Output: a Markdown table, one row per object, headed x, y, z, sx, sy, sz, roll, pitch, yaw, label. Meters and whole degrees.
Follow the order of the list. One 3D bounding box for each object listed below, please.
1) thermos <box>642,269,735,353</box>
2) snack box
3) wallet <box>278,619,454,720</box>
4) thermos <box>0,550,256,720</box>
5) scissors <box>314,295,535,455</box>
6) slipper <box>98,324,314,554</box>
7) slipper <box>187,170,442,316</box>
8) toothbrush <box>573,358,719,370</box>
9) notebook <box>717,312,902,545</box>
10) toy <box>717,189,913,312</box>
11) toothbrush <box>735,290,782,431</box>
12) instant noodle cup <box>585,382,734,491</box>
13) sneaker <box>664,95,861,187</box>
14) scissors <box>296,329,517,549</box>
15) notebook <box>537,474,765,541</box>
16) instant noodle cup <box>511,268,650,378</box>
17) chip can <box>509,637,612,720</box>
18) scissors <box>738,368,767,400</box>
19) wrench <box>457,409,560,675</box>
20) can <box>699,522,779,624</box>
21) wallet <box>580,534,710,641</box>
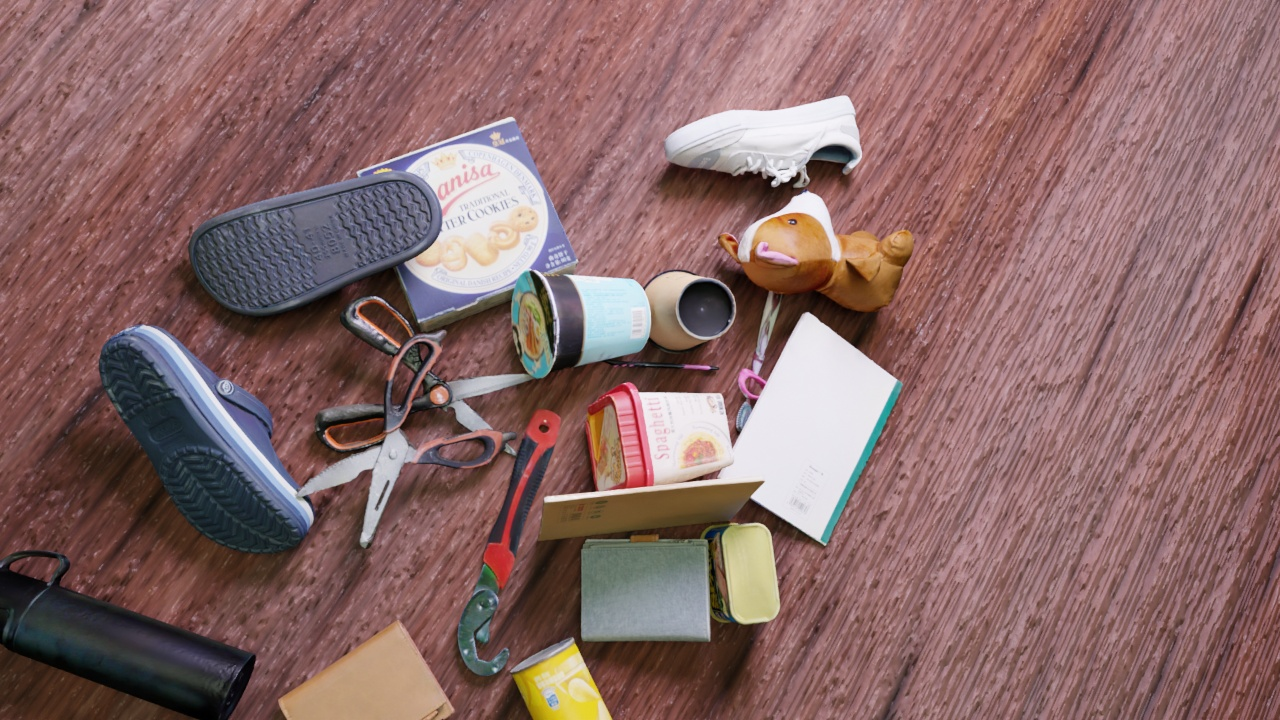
| x | y | z | sx | sy | sz | roll | pitch | yaw | label |
| --- | --- | --- | --- | --- | --- | --- | --- | --- | --- |
| 0.050 | -0.053 | 0.961 | 0.093 | 0.143 | 0.093 | 0 | 91 | -11 | thermos |
| -0.185 | -0.146 | 0.984 | 0.177 | 0.046 | 0.182 | -23 | 83 | -12 | snack box |
| -0.260 | 0.330 | 0.876 | 0.131 | 0.031 | 0.108 | -33 | 82 | -14 | wallet |
| -0.477 | 0.248 | 0.836 | 0.242 | 0.068 | 0.090 | 23 | 80 | -4 | thermos |
| -0.226 | 0.028 | 0.932 | 0.221 | 0.022 | 0.232 | -29 | 102 | -6 | scissors |
| -0.408 | 0.074 | 0.878 | 0.105 | 0.095 | 0.253 | -29 | 103 | 26 | slipper |
| -0.321 | -0.121 | 0.937 | 0.268 | 0.083 | 0.111 | -15 | 101 | 8 | slipper |
| -0.006 | 0.006 | 0.999 | 0.189 | 0.014 | 0.017 | 4 | 87 | -9 | toothbrush |
| 0.190 | 0.074 | 1.001 | 0.150 | 0.012 | 0.208 | 34 | 75 | -16 | notebook |
| 0.193 | -0.119 | 0.999 | 0.199 | 0.140 | 0.130 | 1 | 94 | -14 | toy |
| 0.135 | -0.010 | 1.024 | 0.016 | 0.017 | 0.187 | 18 | 76 | -5 | toothbrush |
| 0.020 | 0.083 | 0.942 | 0.124 | 0.117 | 0.116 | -5 | 78 | -23 | instant noodle cup |
| 0.144 | -0.234 | 1.043 | 0.242 | 0.090 | 0.090 | -13 | 85 | -19 | sneaker |
| -0.231 | 0.075 | 0.902 | 0.222 | 0.015 | 0.189 | -16 | 97 | -25 | scissors |
| 0.005 | 0.147 | 0.902 | 0.207 | 0.148 | 0.008 | -5 | 66 | -10 | notebook |
| -0.058 | -0.042 | 0.951 | 0.120 | 0.111 | 0.111 | -7 | 78 | -30 | instant noodle cup |
| -0.048 | 0.379 | 0.881 | 0.072 | 0.072 | 0.213 | -25 | 83 | -14 | chip can |
| 0.168 | 0.036 | 1.012 | 0.133 | 0.017 | 0.134 | 33 | 69 | -15 | scissors |
| -0.133 | 0.180 | 0.938 | 0.056 | 0.016 | 0.273 | 15 | 76 | -8 | wrench |
| 0.101 | 0.216 | 0.935 | 0.057 | 0.083 | 0.102 | -4 | 78 | -11 | can |
| 0.005 | 0.231 | 0.934 | 0.130 | 0.037 | 0.106 | -2 | 76 | 6 | wallet |
